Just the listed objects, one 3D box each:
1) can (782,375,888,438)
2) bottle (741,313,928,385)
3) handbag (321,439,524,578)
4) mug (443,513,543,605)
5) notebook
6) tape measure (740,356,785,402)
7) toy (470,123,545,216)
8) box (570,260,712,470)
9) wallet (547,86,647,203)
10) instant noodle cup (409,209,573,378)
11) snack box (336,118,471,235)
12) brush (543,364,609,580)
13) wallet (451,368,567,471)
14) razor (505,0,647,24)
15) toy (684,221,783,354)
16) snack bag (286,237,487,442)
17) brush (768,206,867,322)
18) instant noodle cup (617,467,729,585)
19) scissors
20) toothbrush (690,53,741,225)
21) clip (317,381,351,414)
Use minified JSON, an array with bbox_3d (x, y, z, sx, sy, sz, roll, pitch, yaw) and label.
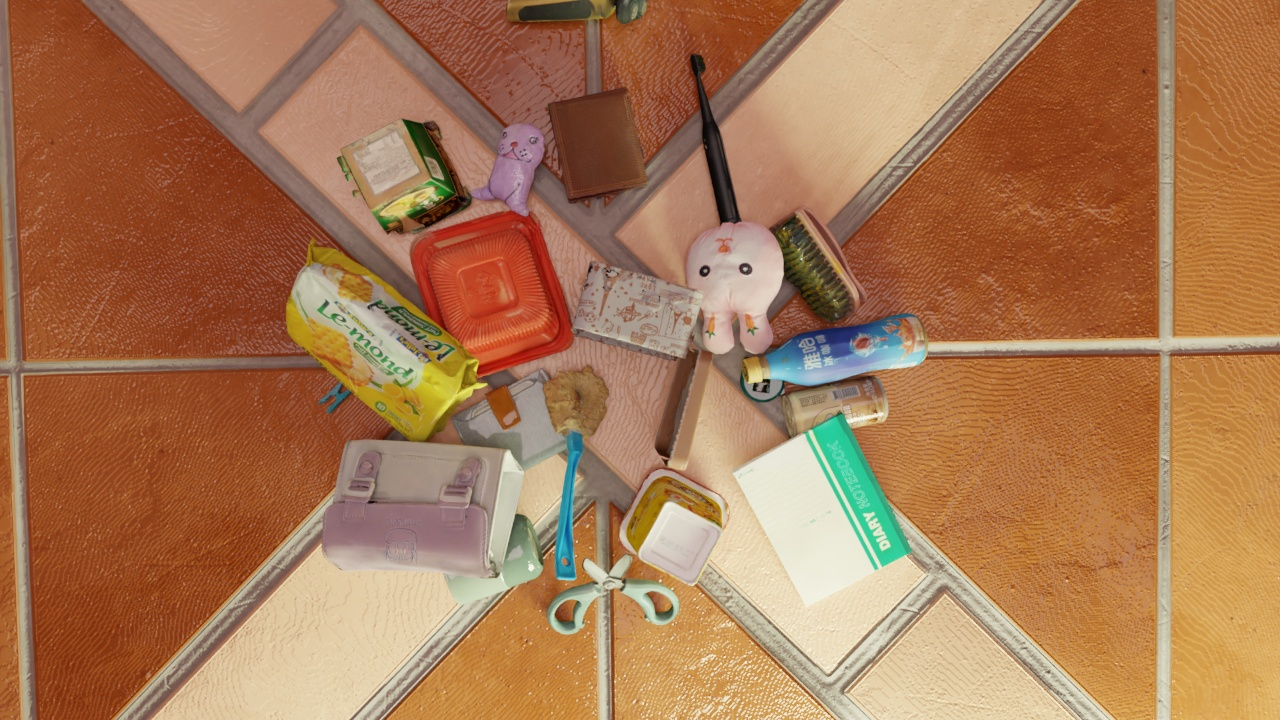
[{"bbox_3d":[0.235,0.057,1.109,0.116,0.058,0.058,-12,92,-1],"label":"can"},{"bbox_3d":[0.229,-0.008,1.093,0.218,0.065,0.065,-10,92,-7],"label":"bottle"},{"bbox_3d":[-0.248,0.169,1.044,0.197,0.098,0.144,2,67,11],"label":"handbag"},{"bbox_3d":[-0.180,0.221,1.097,0.106,0.082,0.111,-20,69,0],"label":"mug"},{"bbox_3d":[0.221,0.183,1.107,0.150,0.012,0.209,-29,106,3],"label":"notebook"},{"bbox_3d":[0.150,0.024,1.122,0.058,0.025,0.054,8,91,-1],"label":"tape measure"},{"bbox_3d":[-0.152,-0.233,1.098,0.084,0.039,0.108,20,93,20],"label":"toy"},{"bbox_3d":[-0.010,0.002,1.041,0.157,0.181,0.197,14,91,-4],"label":"box"},{"bbox_3d":[-0.051,-0.260,1.105,0.101,0.032,0.124,-13,93,-4],"label":"wallet"},{"bbox_3d":[-0.177,-0.083,1.083,0.164,0.079,0.189,-19,88,-5],"label":"instant noodle cup"},{"bbox_3d":[-0.276,-0.216,1.058,0.117,0.105,0.118,-27,90,1],"label":"snack box"},{"bbox_3d":[-0.080,0.125,1.068,0.083,0.046,0.254,15,70,-35],"label":"brush"},{"bbox_3d":[-0.151,0.081,1.111,0.129,0.037,0.106,-28,93,-1],"label":"wallet"},{"bbox_3d":[-0.076,-0.423,1.087,0.167,0.062,0.067,-4,62,3],"label":"razor"},{"bbox_3d":[0.114,-0.085,1.096,0.121,0.054,0.159,-2,99,25],"label":"toy"},{"bbox_3d":[-0.298,-0.017,1.054,0.246,0.158,0.068,41,50,-4],"label":"snack bag"},{"bbox_3d":[0.216,-0.114,1.104,0.072,0.063,0.145,-39,94,-30],"label":"brush"},{"bbox_3d":[0.042,0.200,1.076,0.116,0.123,0.116,28,91,-2],"label":"instant noodle cup"},{"bbox_3d":[-0.023,0.287,1.100,0.181,0.019,0.171,19,127,-21],"label":"scissors"},{"bbox_3d":[0.088,-0.266,1.111,0.027,0.026,0.212,-13,91,-36],"label":"toothbrush"},{"bbox_3d":[-0.365,0.040,1.114,0.045,0.014,0.057,45,92,-1],"label":"clip"}]
